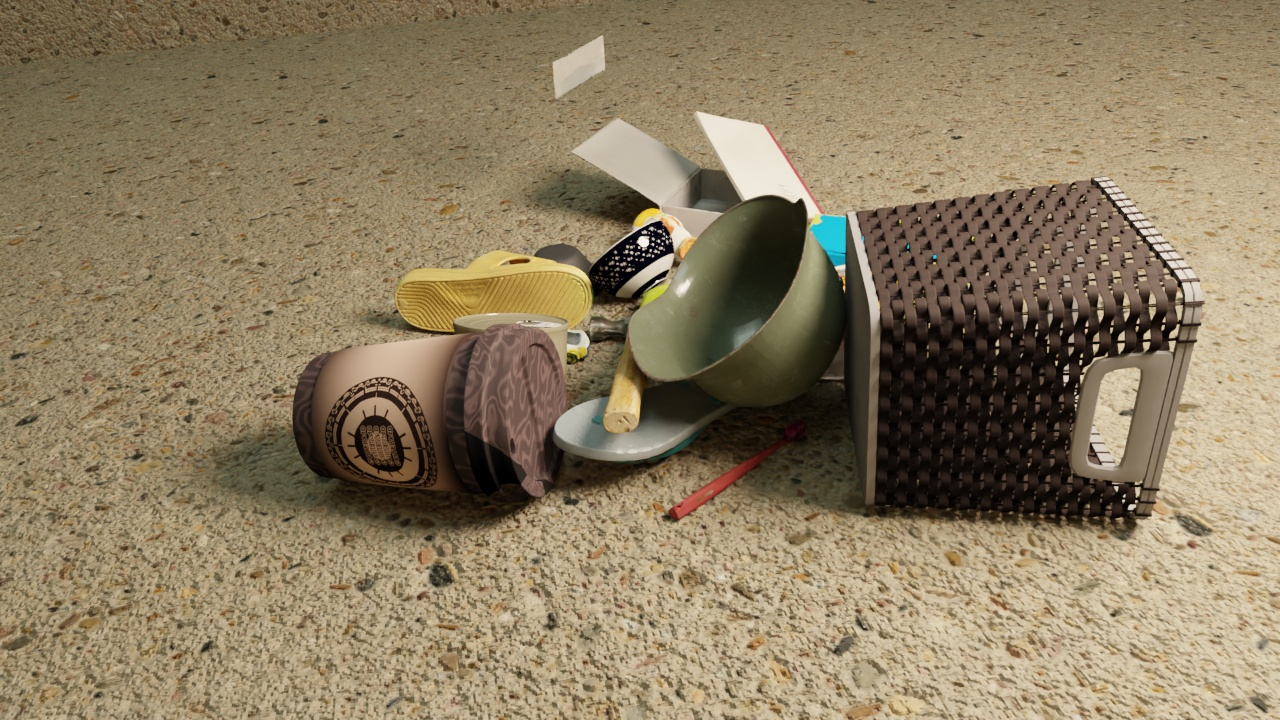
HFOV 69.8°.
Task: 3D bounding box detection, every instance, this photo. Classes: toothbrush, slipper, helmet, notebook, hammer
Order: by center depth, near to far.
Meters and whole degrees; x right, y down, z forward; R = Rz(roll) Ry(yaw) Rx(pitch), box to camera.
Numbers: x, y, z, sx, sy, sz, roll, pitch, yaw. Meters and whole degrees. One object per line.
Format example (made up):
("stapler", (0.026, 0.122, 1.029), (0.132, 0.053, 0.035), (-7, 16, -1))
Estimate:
("toothbrush", (0.100, 0.105, 0.913), (0.189, 0.016, 0.016), (-28, 41, -33))
("helmet", (0.122, -0.051, 0.951), (0.228, 0.154, 0.267), (-33, 36, 28))
("slipper", (0.025, 0.067, 0.962), (0.268, 0.055, 0.098), (-19, 37, -41))
("hammer", (-0.006, 0.006, 0.996), (0.132, 0.033, 0.330), (1, 18, 3))
("slipper", (-0.182, -0.086, 1.168), (0.264, 0.100, 0.078), (0, 31, 13))
("notebook", (0.178, -0.289, 1.368), (0.152, 0.012, 0.208), (0, 53, -35))

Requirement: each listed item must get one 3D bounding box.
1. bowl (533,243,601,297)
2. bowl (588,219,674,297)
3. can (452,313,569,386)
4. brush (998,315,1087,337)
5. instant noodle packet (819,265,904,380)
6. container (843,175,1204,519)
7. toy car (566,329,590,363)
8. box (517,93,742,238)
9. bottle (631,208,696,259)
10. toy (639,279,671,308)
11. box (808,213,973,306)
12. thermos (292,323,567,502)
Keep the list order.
("bowl", (-0.113, -0.126, 1.259), (0.124, 0.053, 0.123), (-3, 33, 2))
("bowl", (-0.002, -0.123, 1.211), (0.119, 0.120, 0.066), (-32, 85, -37))
("can", (-0.144, -0.008, 1.023), (0.128, 0.073, 0.127), (1, 11, 0))
("brush", (0.482, -0.044, 1.106), (0.136, 0.015, 0.049), (1, 34, 8))
("instant noodle packet", (0.204, -0.045, 1.092), (0.222, 0.084, 0.162), (-8, 31, 7))
("container", (0.328, -0.011, 0.867), (0.244, 0.248, 0.245), (-3, 33, 8))
("toy car", (-0.114, -0.017, 1.112), (0.105, 0.033, 0.048), (-7, 35, -3))
("box", (0.026, -0.282, 1.422), (0.419, 0.108, 0.165), (22, 39, 14))
("bottle", (0.036, -0.175, 1.312), (0.063, 0.063, 0.109), (-24, 39, -28))
("toy", (0.054, -0.083, 1.186), (0.092, 0.043, 0.117), (1, 25, 25))
("box", (0.321, -0.130, 1.205), (0.221, 0.079, 0.124), (6, 33, 20))
("thermos", (-0.205, 0.052, 0.900), (0.226, 0.173, 0.172), (-2, 32, 15))
